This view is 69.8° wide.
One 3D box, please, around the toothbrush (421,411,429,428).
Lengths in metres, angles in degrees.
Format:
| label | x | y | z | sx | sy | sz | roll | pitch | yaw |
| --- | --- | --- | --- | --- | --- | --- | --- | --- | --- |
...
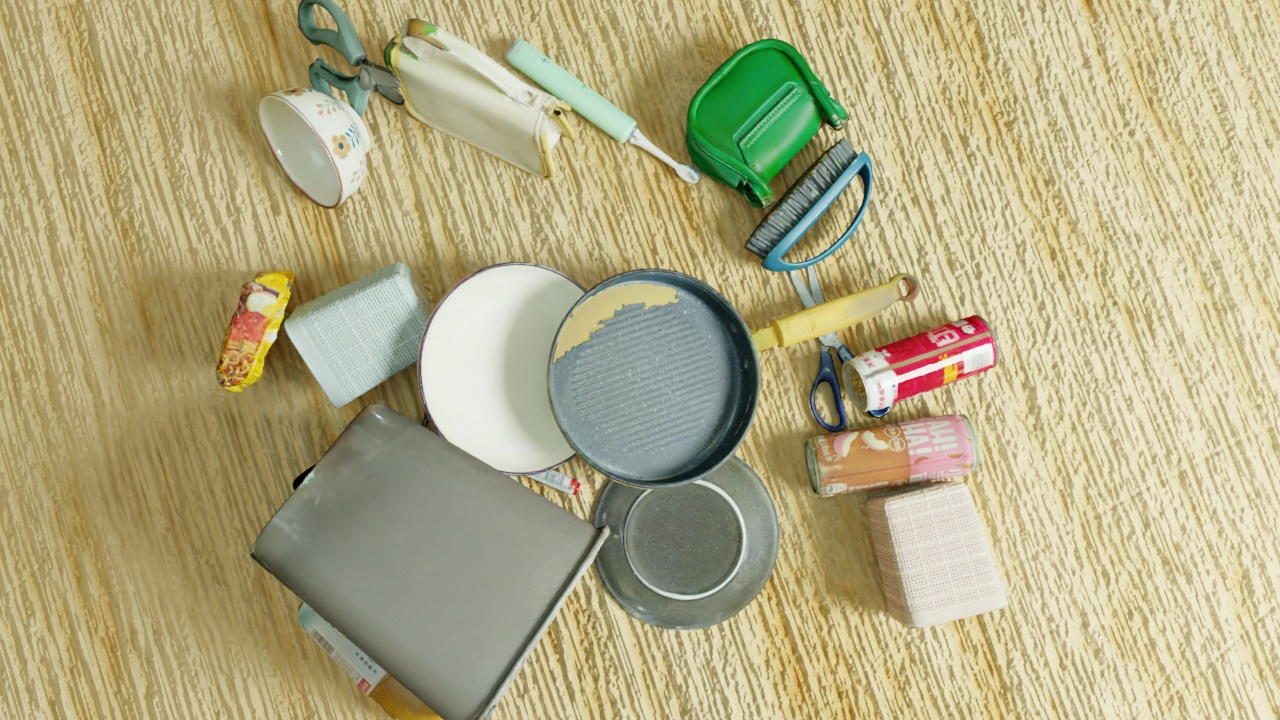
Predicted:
| label | x | y | z | sx | sy | sz | roll | pitch | yaw |
| --- | --- | --- | --- | --- | --- | --- | --- | --- | --- |
| toothbrush | -0.221 | 0.117 | 0.874 | 0.018 | 0.016 | 0.181 | 20 | 87 | -6 |

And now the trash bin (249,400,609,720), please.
| label | x | y | z | sx | sy | sz | roll | pitch | yaw |
| --- | --- | --- | --- | --- | --- | --- | --- | --- | --- |
| trash bin | -0.175 | 0.167 | 0.758 | 0.220 | 0.199 | 0.198 | 35 | 69 | -1 |

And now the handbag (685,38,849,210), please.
| label | x | y | z | sx | sy | sz | roll | pitch | yaw |
| --- | --- | --- | --- | --- | --- | --- | --- | --- | --- |
| handbag | 0.113 | -0.221 | 0.854 | 0.120 | 0.068 | 0.131 | 43 | 87 | 10 |

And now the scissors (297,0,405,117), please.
| label | x | y | z | sx | sy | sz | roll | pitch | yaw |
| --- | --- | --- | --- | --- | --- | --- | --- | --- | --- |
| scissors | -0.262 | -0.277 | 0.828 | 0.019 | 0.180 | 0.143 | -28 | 124 | -34 |

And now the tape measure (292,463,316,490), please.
| label | x | y | z | sx | sy | sz | roll | pitch | yaw |
| --- | --- | --- | --- | --- | --- | --- | --- | --- | --- |
| tape measure | -0.291 | 0.115 | 0.855 | 0.056 | 0.058 | 0.039 | -33 | 89 | -42 |

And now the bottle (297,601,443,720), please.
| label | x | y | z | sx | sy | sz | roll | pitch | yaw |
| --- | --- | --- | --- | --- | --- | --- | --- | --- | --- |
| bottle | -0.228 | 0.275 | 0.838 | 0.189 | 0.068 | 0.068 | 44 | 88 | 4 |

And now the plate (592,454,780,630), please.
| label | x | y | z | sx | sy | sz | roll | pitch | yaw |
| --- | --- | --- | --- | --- | --- | --- | --- | --- | --- |
| plate | 0.042 | 0.165 | 0.859 | 0.179 | 0.024 | 0.179 | 0 | 87 | 2 |

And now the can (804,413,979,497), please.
| label | x | y | z | sx | sy | sz | roll | pitch | yaw |
| --- | --- | --- | --- | --- | --- | --- | --- | --- | --- |
| can | 0.228 | 0.087 | 0.841 | 0.147 | 0.058 | 0.058 | -9 | 86 | 1 |

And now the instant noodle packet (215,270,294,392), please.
| label | x | y | z | sx | sy | sz | roll | pitch | yaw |
| --- | --- | --- | --- | --- | --- | --- | --- | --- | --- |
| instant noodle packet | -0.351 | -0.033 | 0.835 | 0.044 | 0.128 | 0.111 | 25 | 91 | -21 |

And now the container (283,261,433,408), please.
| label | x | y | z | sx | sy | sz | roll | pitch | yaw |
| --- | --- | --- | --- | --- | --- | --- | --- | --- | --- |
| container | -0.247 | -0.028 | 0.839 | 0.111 | 0.090 | 0.090 | -28 | 109 | -3 |

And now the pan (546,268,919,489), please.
| label | x | y | z | sx | sy | sz | roll | pitch | yaw |
| --- | --- | --- | --- | --- | --- | --- | --- | --- | --- |
| pan | 0.088 | -0.011 | 0.836 | 0.357 | 0.078 | 0.197 | -20 | 92 | -15 |

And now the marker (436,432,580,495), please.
| label | x | y | z | sx | sy | sz | roll | pitch | yaw |
| --- | --- | --- | --- | --- | --- | --- | --- | --- | --- |
| marker | -0.126 | 0.095 | 0.872 | 0.145 | 0.017 | 0.017 | 22 | 87 | 3 |

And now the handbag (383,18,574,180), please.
| label | x | y | z | sx | sy | sz | roll | pitch | yaw |
| --- | --- | --- | --- | --- | --- | --- | --- | --- | --- |
| handbag | -0.142 | -0.244 | 0.813 | 0.163 | 0.179 | 0.063 | 25 | 82 | 4 |

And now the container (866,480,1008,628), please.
| label | x | y | z | sx | sy | sz | roll | pitch | yaw |
| --- | --- | --- | --- | --- | --- | --- | --- | --- | --- |
| container | 0.259 | 0.170 | 0.822 | 0.090 | 0.090 | 0.111 | -14 | 83 | 1 |

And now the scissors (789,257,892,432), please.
| label | x | y | z | sx | sy | sz | roll | pitch | yaw |
| --- | --- | --- | --- | --- | --- | --- | --- | --- | --- |
| scissors | 0.190 | -0.018 | 0.873 | 0.132 | 0.012 | 0.172 | 9 | 86 | 4 |

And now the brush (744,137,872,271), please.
| label | x | y | z | sx | sy | sz | roll | pitch | yaw |
| --- | --- | --- | --- | --- | --- | --- | --- | --- | --- |
| brush | 0.166 | -0.137 | 0.858 | 0.073 | 0.055 | 0.144 | 43 | 88 | 5 |

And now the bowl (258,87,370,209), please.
| label | x | y | z | sx | sy | sz | roll | pitch | yaw |
| --- | --- | --- | --- | --- | --- | --- | --- | --- | --- |
| bowl | -0.295 | -0.206 | 0.858 | 0.113 | 0.114 | 0.062 | 45 | 58 | 4 |

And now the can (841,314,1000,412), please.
| label | x | y | z | sx | sy | sz | roll | pitch | yaw |
| --- | --- | --- | --- | --- | --- | --- | --- | --- | --- |
| can | 0.255 | 0.003 | 0.839 | 0.132 | 0.053 | 0.053 | -19 | 86 | -8 |

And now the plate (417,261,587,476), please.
| label | x | y | z | sx | sy | sz | roll | pitch | yaw |
| --- | --- | --- | --- | --- | --- | --- | --- | --- | --- |
| plate | -0.112 | 0.008 | 0.838 | 0.192 | 0.039 | 0.192 | 0 | 90 | -27 |

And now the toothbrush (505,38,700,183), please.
| label | x | y | z | sx | sy | sz | roll | pitch | yaw |
| --- | --- | --- | --- | --- | --- | --- | --- | --- | --- |
| toothbrush | -0.035 | -0.238 | 0.884 | 0.224 | 0.027 | 0.027 | 36 | 125 | 4 |
